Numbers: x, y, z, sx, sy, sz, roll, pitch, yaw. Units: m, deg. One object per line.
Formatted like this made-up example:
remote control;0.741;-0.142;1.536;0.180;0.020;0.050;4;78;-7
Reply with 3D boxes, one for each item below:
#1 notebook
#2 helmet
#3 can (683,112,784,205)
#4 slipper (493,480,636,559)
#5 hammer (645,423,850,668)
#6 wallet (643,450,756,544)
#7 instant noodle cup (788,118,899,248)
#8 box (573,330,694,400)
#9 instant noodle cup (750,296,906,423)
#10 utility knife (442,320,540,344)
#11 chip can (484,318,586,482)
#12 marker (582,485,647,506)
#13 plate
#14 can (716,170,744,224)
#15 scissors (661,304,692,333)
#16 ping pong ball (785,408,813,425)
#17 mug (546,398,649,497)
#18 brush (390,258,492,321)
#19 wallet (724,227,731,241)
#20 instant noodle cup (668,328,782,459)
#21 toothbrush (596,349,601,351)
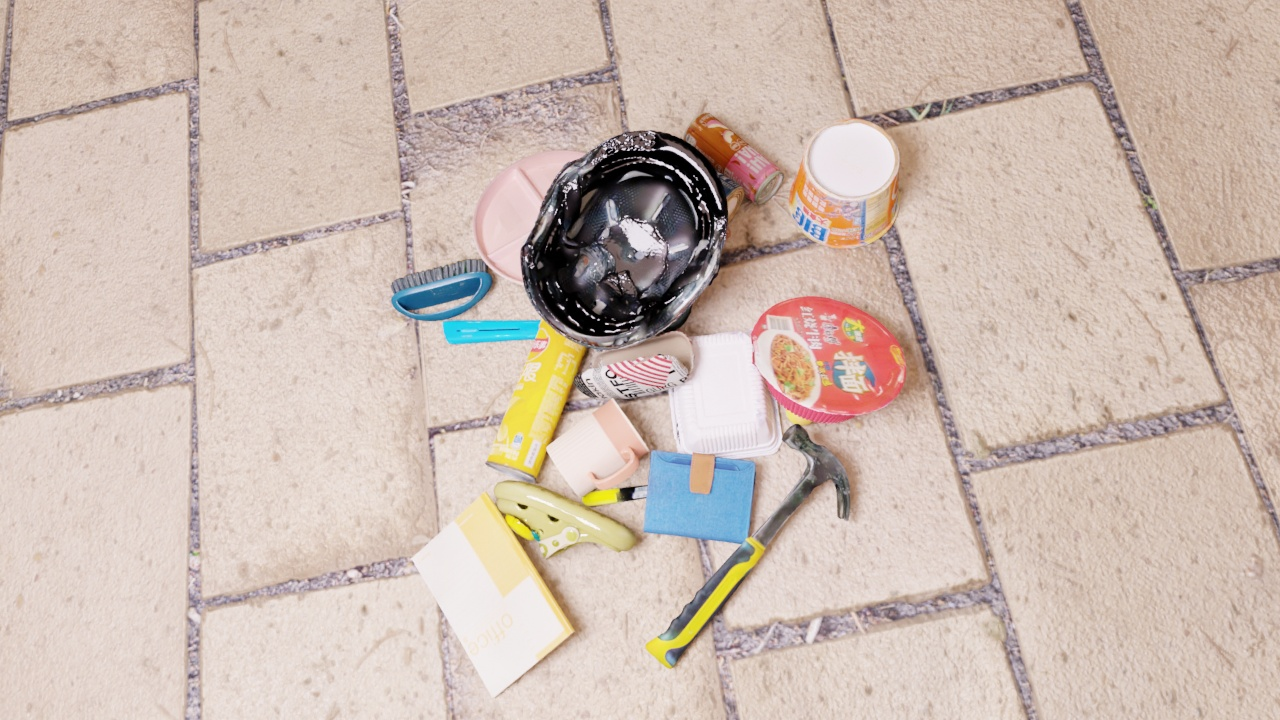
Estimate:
notebook;-0.185;0.286;1.125;0.146;0.010;0.206;-42;70;17
helmet;-0.017;-0.138;1.155;0.230;0.157;0.274;32;86;3
can;0.128;-0.282;1.278;0.058;0.058;0.147;-44;71;-8
slipper;-0.101;0.207;1.129;0.190;0.091;0.081;20;79;12
hammer;0.130;0.237;1.101;0.126;0.032;0.323;41;86;-8
wallet;0.073;0.168;1.138;0.133;0.040;0.106;6;84;6
instant noodle cup;0.274;-0.239;1.216;0.151;0.111;0.151;-2;71;6
box;-0.004;0.005;1.173;0.163;0.076;0.087;-17;42;34
instant noodle cup;0.225;0.009;1.139;0.194;0.066;0.193;5;49;-6
utility knife;-0.194;-0.041;1.262;0.160;0.018;0.034;-2;70;5
chip can;-0.130;0.048;1.195;0.072;0.072;0.213;16;74;12
marker;-0.012;0.170;1.169;0.124;0.015;0.018;-8;75;2
plate;-0.121;-0.196;1.288;0.229;0.028;0.229;-3;64;5
can;0.079;-0.233;1.259;0.111;0.075;0.075;37;79;17
scissors;0.037;-0.115;1.255;0.130;0.019;0.185;18;76;13
ping pong ball;0.204;0.062;1.161;0.040;0.040;0.040;-2;71;7
mug;-0.048;0.118;1.145;0.106;0.082;0.114;-35;36;-3
brush;-0.274;-0.092;1.269;0.144;0.055;0.073;-14;69;2
wallet;0.051;-0.196;1.220;0.108;0.031;0.132;-30;86;29
instant noodle cup;0.104;0.038;1.174;0.138;0.060;0.173;-7;69;5
toothbrush;-0.050;-0.099;1.262;0.016;0.018;0.191;1;72;6
